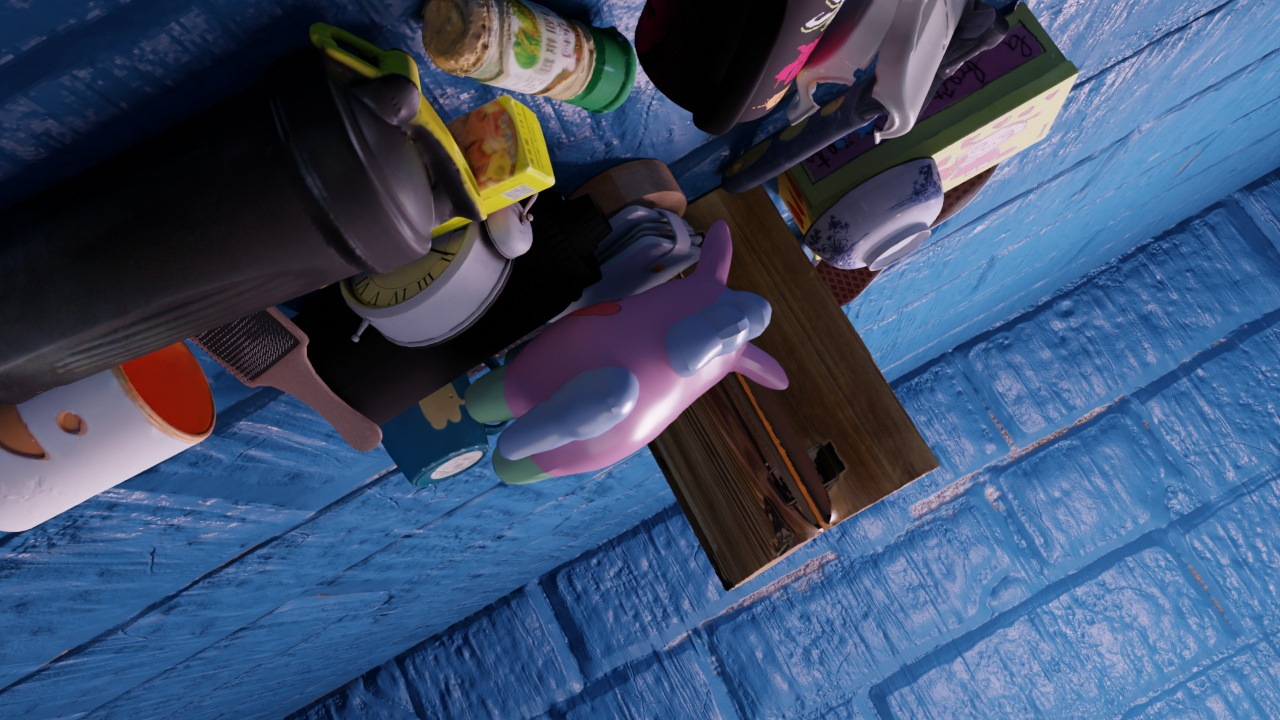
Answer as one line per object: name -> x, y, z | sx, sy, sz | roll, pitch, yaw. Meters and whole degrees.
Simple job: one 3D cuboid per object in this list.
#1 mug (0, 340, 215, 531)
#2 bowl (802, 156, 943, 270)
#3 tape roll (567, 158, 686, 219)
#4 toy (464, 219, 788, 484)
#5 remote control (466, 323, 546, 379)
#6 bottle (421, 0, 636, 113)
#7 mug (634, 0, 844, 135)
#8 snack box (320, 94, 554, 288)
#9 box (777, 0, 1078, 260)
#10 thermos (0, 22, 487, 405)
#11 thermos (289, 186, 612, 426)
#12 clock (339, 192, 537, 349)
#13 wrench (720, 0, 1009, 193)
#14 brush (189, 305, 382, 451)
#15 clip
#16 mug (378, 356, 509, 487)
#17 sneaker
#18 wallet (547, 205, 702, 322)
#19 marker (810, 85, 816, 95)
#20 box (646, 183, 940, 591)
mug -> -0.291, 0.029, 0.472 | 0.105, 0.082, 0.082 | -28, 165, 0
bowl -> 0.184, -0.101, 0.695 | 0.114, 0.045, 0.114 | -26, 165, -7
tape roll -> -0.015, -0.102, 0.650 | 0.094, 0.027, 0.094 | -27, 165, -8
toy -> -0.003, 0.003, 0.559 | 0.171, 0.120, 0.221 | -20, -172, 15
remote control -> -0.143, 0.001, 0.782 | 0.136, 0.015, 0.032 | -32, 165, 4
bottle -> -0.048, -0.144, 0.424 | 0.043, 0.043, 0.110 | -38, 162, 32
mug -> 0.048, -0.158, 0.413 | 0.082, 0.117, 0.098 | 17, 151, -11
snack box -> -0.115, -0.080, 0.452 | 0.148, 0.040, 0.029 | -19, 169, 19
box -> 0.220, -0.176, 0.739 | 0.221, 0.079, 0.124 | -31, 166, 3
thermos -> -0.184, -0.057, 0.383 | 0.221, 0.098, 0.098 | -23, 165, 1
thermos -> -0.109, -0.042, 0.562 | 0.199, 0.086, 0.086 | -31, 165, 9
clock -> -0.106, -0.063, 0.487 | 0.123, 0.094, 0.035 | -38, 141, 7
wrench -> 0.122, -0.153, 0.580 | 0.073, 0.022, 0.274 | -66, -161, -15
brush -> -0.199, 0.008, 0.516 | 0.050, 0.135, 0.015 | -34, -154, 17
clip -> 0.142, -0.181, 0.455 | 0.126, 0.101, 0.152 | -65, -167, -11
mug -> -0.151, 0.032, 0.698 | 0.112, 0.104, 0.085 | -19, 162, -32
sneaker -> 0.252, -0.160, 0.903 | 0.242, 0.083, 0.098 | -49, -170, 37
wallet -> -0.012, -0.062, 0.655 | 0.119, 0.037, 0.115 | -32, 165, 25
marker -> 0.104, -0.200, 0.570 | 0.013, 0.013, 0.142 | -30, 165, 3
box -> 0.087, 0.029, 0.786 | 0.192, 0.279, 0.251 | -27, 165, -2
